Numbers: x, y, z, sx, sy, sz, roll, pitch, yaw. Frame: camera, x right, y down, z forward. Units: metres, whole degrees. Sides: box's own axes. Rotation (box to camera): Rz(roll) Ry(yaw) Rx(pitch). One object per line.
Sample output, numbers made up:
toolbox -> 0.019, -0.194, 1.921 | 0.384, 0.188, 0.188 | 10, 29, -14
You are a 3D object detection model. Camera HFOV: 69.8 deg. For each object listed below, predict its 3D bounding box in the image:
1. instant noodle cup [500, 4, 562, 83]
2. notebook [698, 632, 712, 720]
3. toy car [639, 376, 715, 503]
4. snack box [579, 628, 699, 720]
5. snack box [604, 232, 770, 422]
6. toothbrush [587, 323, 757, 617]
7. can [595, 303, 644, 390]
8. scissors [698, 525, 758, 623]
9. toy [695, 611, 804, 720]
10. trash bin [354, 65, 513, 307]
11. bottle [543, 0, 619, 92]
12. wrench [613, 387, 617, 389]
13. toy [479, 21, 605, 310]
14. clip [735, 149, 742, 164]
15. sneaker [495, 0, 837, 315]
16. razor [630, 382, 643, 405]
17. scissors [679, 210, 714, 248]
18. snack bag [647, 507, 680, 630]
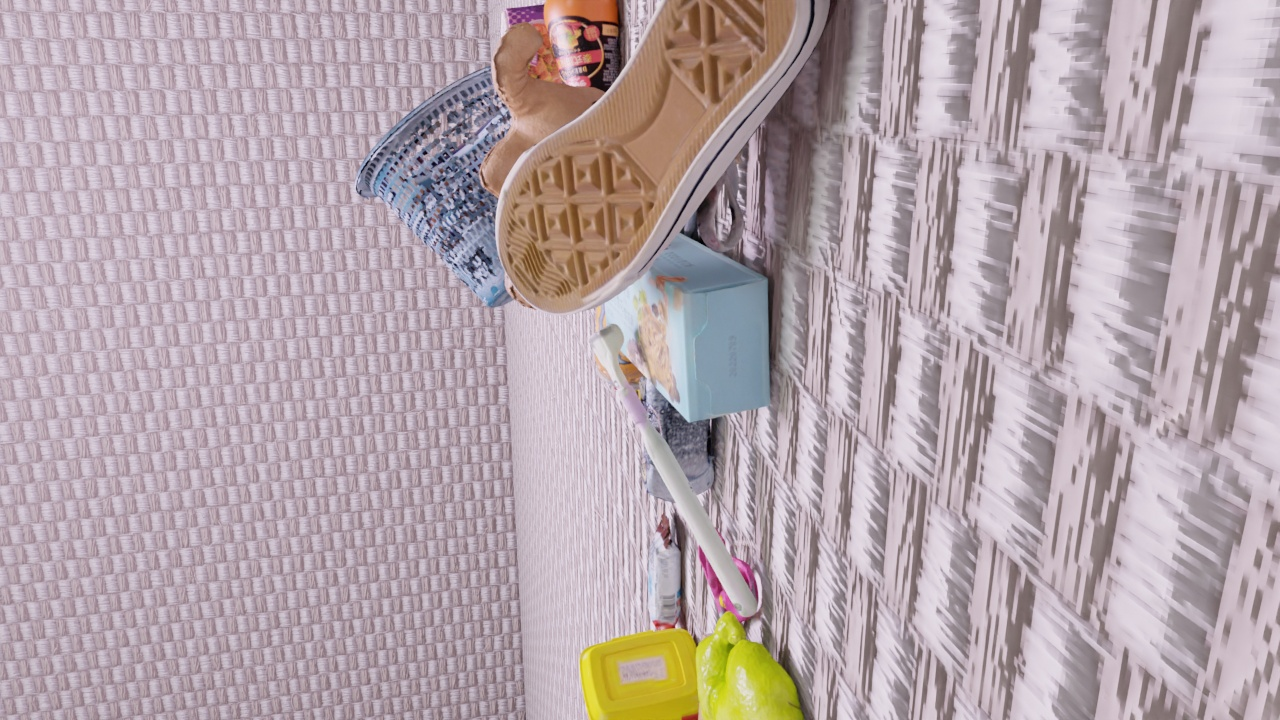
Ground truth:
instant noodle cup -> -0.085, -0.299, 0.898 | 0.112, 0.099, 0.111 | 174, 91, -78
notebook -> 0.064, 0.300, 0.582 | 0.147, 0.008, 0.208 | -127, 34, -59
toy car -> 0.026, 0.049, 0.610 | 0.031, 0.049, 0.106 | -118, 25, -67
snack box -> 0.003, 0.258, 0.701 | 0.082, 0.091, 0.080 | -108, 11, -50
snack box -> 0.021, -0.030, 0.557 | 0.175, 0.051, 0.074 | -135, 37, -65
toothbrush -> 0.020, 0.065, 0.543 | 0.029, 0.020, 0.189 | -37, 78, 48
can -> -0.004, -0.052, 0.693 | 0.058, 0.058, 0.146 | -110, 20, -54
scissors -> 0.054, 0.168, 0.595 | 0.108, 0.017, 0.136 | -123, 29, -53
toy -> 0.058, 0.190, 0.515 | 0.100, 0.031, 0.096 | 148, 125, -61
trash bin -> -0.161, -0.176, 1.005 | 0.195, 0.226, 0.227 | 53, 168, -3
bottle -> -0.045, -0.259, 0.827 | 0.067, 0.066, 0.149 | -138, 38, -73
wrench -> -0.031, -0.070, 0.859 | 0.273, 0.016, 0.056 | -100, 18, -52
toy -> -0.055, -0.148, 0.713 | 0.083, 0.143, 0.226 | 21, 129, 47
clip -> 0.035, -0.149, 0.519 | 0.095, 0.035, 0.102 | 43, 129, 54
sneaker -> 0.014, -0.109, 0.459 | 0.118, 0.087, 0.242 | 53, 131, 9
razor -> -0.005, 0.005, 0.804 | 0.132, 0.028, 0.043 | -111, 16, -59
scissors -> 0.036, -0.143, 0.578 | 0.133, 0.014, 0.175 | -160, 66, -76
snack bag -> 0.019, 0.175, 0.739 | 0.045, 0.026, 0.105 | -104, 13, -76
